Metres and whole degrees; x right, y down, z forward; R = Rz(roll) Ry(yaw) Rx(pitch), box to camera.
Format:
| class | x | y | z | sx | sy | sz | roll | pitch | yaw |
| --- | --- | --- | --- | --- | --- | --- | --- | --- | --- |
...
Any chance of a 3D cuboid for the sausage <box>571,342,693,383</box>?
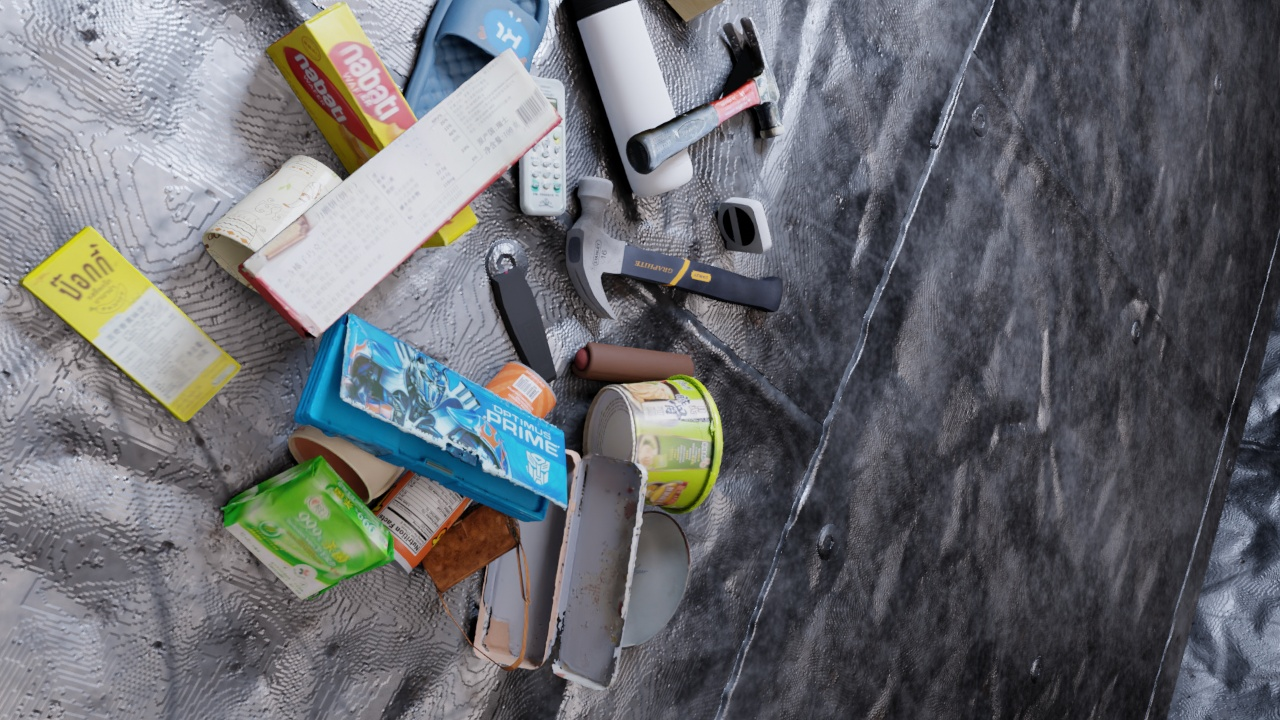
| class | x | y | z | sx | sy | sz | roll | pitch | yaw |
| --- | --- | --- | --- | --- | --- | --- | --- | --- | --- |
| sausage | -0.006 | 0.006 | 0.991 | 0.155 | 0.040 | 0.040 | 7 | 90 | -40 |

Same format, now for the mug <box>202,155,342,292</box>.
| class | x | y | z | sx | sy | sz | roll | pitch | yaw |
| --- | --- | --- | --- | --- | --- | --- | --- | --- | --- |
| mug | -0.267 | -0.097 | 0.737 | 0.122 | 0.081 | 0.097 | 38 | 62 | -18 |

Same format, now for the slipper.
| class | x | y | z | sx | sy | sz | roll | pitch | yaw |
| --- | --- | --- | --- | --- | --- | --- | --- | --- | --- |
| slipper | -0.149 | -0.276 | 0.834 | 0.103 | 0.059 | 0.213 | 34 | 74 | -34 |

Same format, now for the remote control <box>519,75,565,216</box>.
| class | x | y | z | sx | sy | sz | roll | pitch | yaw |
| --- | --- | --- | --- | --- | --- | --- | --- | --- | --- |
| remote control | -0.098 | -0.210 | 0.904 | 0.050 | 0.022 | 0.133 | -5 | 97 | -39 |

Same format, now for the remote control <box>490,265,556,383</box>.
| class | x | y | z | sx | sy | sz | roll | pitch | yaw |
| --- | --- | --- | --- | --- | --- | --- | --- | --- | --- |
| remote control | -0.113 | -0.031 | 0.916 | 0.039 | 0.010 | 0.125 | -32 | 114 | -33 |

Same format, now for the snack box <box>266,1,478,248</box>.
| class | x | y | z | sx | sy | sz | roll | pitch | yaw |
| --- | --- | --- | --- | --- | --- | --- | --- | --- | --- |
| snack box | -0.220 | -0.186 | 0.761 | 0.042 | 0.092 | 0.201 | -44 | 120 | -28 |

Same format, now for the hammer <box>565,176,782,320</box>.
| class | x | y | z | sx | sy | sz | roll | pitch | yaw |
| --- | --- | --- | --- | --- | --- | --- | --- | --- | --- |
| hammer | 0.050 | -0.103 | 1.031 | 0.312 | 0.035 | 0.139 | 8 | 91 | -40 |

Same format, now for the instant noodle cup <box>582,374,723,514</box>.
| class | x | y | z | sx | sy | sz | roll | pitch | yaw |
| --- | --- | --- | --- | --- | --- | --- | --- | --- | --- |
| instant noodle cup | 0.007 | 0.085 | 0.947 | 0.097 | 0.146 | 0.146 | 5 | 91 | -29 |

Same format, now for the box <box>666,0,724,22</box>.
| class | x | y | z | sx | sy | sz | roll | pitch | yaw |
| --- | --- | --- | --- | --- | --- | --- | --- | --- | --- |
| box | 0.031 | -0.484 | 0.918 | 0.248 | 0.141 | 0.148 | 36 | 79 | -36 |

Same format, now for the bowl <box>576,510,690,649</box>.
| class | x | y | z | sx | sy | sz | roll | pitch | yaw |
| --- | --- | --- | --- | --- | --- | --- | --- | --- | --- |
| bowl | -0.019 | 0.228 | 0.986 | 0.150 | 0.057 | 0.151 | -9 | 104 | -40 |

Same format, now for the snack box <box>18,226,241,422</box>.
| class | x | y | z | sx | sy | sz | roll | pitch | yaw |
| --- | --- | --- | --- | --- | --- | --- | --- | --- | --- |
| snack box | -0.378 | -0.025 | 0.688 | 0.061 | 0.026 | 0.149 | -51 | 122 | -23 |

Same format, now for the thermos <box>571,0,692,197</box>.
| class | x | y | z | sx | sy | sz | roll | pitch | yaw |
| --- | --- | --- | --- | --- | --- | --- | --- | --- | --- |
| thermos | -0.001 | -0.294 | 0.951 | 0.101 | 0.069 | 0.230 | -37 | 116 | -41 |

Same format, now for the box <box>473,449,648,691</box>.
| class | x | y | z | sx | sy | sz | roll | pitch | yaw |
| --- | --- | --- | --- | --- | --- | --- | --- | --- | --- |
| box | -0.076 | 0.194 | 0.885 | 0.063 | 0.157 | 0.216 | 13 | 85 | -62 |

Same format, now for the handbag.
| class | x | y | z | sx | sy | sz | roll | pitch | yaw |
| --- | --- | --- | --- | --- | --- | --- | --- | --- | --- |
| handbag | -0.139 | 0.194 | 0.797 | 0.093 | 0.195 | 0.043 | -32 | 123 | -3 |

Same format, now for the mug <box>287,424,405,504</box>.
| class | x | y | z | sx | sy | sz | roll | pitch | yaw |
| --- | --- | --- | --- | --- | --- | --- | --- | --- | --- |
| mug | -0.230 | 0.067 | 0.792 | 0.104 | 0.085 | 0.112 | -54 | 152 | -35 |

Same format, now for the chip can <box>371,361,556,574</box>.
| class | x | y | z | sx | sy | sz | roll | pitch | yaw |
| --- | --- | --- | --- | --- | --- | --- | --- | --- | --- |
| chip can | -0.167 | 0.095 | 0.850 | 0.209 | 0.062 | 0.062 | -50 | 122 | -25 |

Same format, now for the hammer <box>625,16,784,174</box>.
| class | x | y | z | sx | sy | sz | roll | pitch | yaw |
| --- | --- | --- | --- | --- | --- | --- | --- | --- | --- |
| hammer | 0.071 | -0.267 | 0.966 | 0.325 | 0.036 | 0.140 | -43 | 121 | -50 |

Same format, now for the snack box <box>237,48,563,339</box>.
| class | x | y | z | sx | sy | sz | roll | pitch | yaw |
| --- | --- | --- | --- | --- | --- | --- | --- | --- | --- |
| snack box | -0.179 | -0.132 | 0.713 | 0.272 | 0.044 | 0.076 | -48 | 115 | -21 |

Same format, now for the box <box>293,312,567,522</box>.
| class | x | y | z | sx | sy | sz | roll | pitch | yaw |
| --- | --- | --- | --- | --- | --- | --- | --- | --- | --- |
| box | -0.153 | 0.052 | 0.757 | 0.243 | 0.066 | 0.090 | 34 | 57 | -40 |

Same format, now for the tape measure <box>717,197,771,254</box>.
| class | x | y | z | sx | sy | sz | roll | pitch | yaw |
| --- | --- | --- | --- | --- | --- | --- | --- | --- | --- |
| tape measure | 0.119 | -0.155 | 1.062 | 0.016 | 0.064 | 0.065 | -33 | 121 | -33 |

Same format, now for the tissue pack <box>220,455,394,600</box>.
| class | x | y | z | sx | sy | sz | roll | pitch | yaw |
| --- | --- | --- | --- | --- | --- | --- | --- | --- | --- |
| tissue pack | -0.271 | 0.139 | 0.750 | 0.100 | 0.034 | 0.114 | -27 | 120 | 12 |
